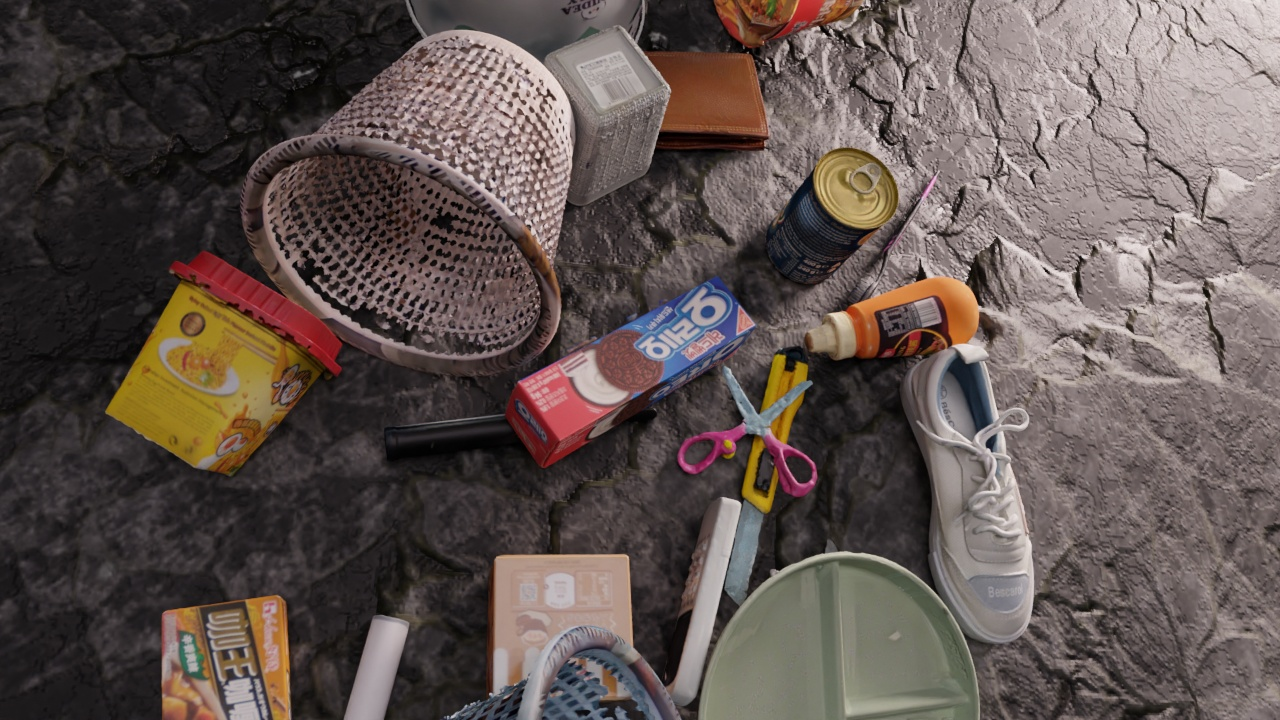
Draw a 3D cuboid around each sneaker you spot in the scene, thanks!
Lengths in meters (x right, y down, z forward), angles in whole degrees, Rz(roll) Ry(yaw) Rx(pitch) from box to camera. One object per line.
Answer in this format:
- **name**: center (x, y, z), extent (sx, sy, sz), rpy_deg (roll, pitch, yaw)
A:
- **sneaker**: center (0.278, 0.101, 0.740), extent (0.089, 0.091, 0.242), rpy_deg (-3, 70, -13)

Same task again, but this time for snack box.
- **snack box**: center (-0.058, 0.188, 0.636), extent (0.092, 0.077, 0.094), rpy_deg (2, 68, -12)
- **snack box**: center (-0.268, 0.236, 0.597), extent (0.075, 0.026, 0.153), rpy_deg (-5, 70, -15)
- **snack box**: center (-0.004, 0.004, 0.716), extent (0.207, 0.057, 0.058), rpy_deg (-29, 74, -31)

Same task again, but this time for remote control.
- **remote control**: center (0.043, 0.175, 0.675), extent (0.021, 0.058, 0.149), rpy_deg (19, 65, -2)

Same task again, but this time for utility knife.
- **utility knife**: center (0.104, 0.087, 0.746), extent (0.033, 0.015, 0.230), rpy_deg (18, 66, -3)

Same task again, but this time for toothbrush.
- **toothbrush**: center (-0.089, 0.051, 0.712), extent (0.212, 0.026, 0.027), rpy_deg (-6, 35, -17)
- **toothbrush**: center (-0.193, 0.279, 0.596), extent (0.026, 0.026, 0.220), rpy_deg (33, 58, -41)
- **toothbrush**: center (0.240, -0.117, 0.860), extent (0.018, 0.014, 0.188), rpy_deg (29, 64, 13)

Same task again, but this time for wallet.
- **wallet**: center (0.055, -0.245, 0.859), extent (0.124, 0.032, 0.101), rpy_deg (-3, 67, -14)

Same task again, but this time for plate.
- **plate**: center (0.142, 0.253, 0.656), extent (0.230, 0.027, 0.230), rpy_deg (3, 82, -19)

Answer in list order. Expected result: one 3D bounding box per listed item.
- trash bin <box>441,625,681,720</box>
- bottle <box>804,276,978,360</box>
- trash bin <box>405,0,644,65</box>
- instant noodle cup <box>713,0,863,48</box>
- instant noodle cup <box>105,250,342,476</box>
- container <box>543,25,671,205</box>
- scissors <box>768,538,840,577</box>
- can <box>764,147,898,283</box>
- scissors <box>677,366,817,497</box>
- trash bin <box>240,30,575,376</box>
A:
- **trash bin**: center (-0.084, 0.285, 0.510), extent (0.195, 0.226, 0.226), rpy_deg (-22, 72, 17)
- **bottle**: center (0.214, -0.030, 0.795), extent (0.149, 0.067, 0.066), rpy_deg (-12, 72, -9)
- **trash bin**: center (-0.083, -0.397, 0.763), extent (0.229, 0.252, 0.229), rpy_deg (5, 67, -11)
- **instant noodle cup**: center (0.148, -0.381, 0.881), extent (0.108, 0.138, 0.138), rpy_deg (-17, 74, -27)
- **instant noodle cup**: center (-0.291, 0.008, 0.641), extent (0.116, 0.116, 0.123), rpy_deg (31, 77, 0)
- **container**: center (-0.036, -0.208, 0.775), extent (0.090, 0.114, 0.090), rpy_deg (-32, 78, -23)
- **scissors**: center (0.165, 0.233, 0.703), extent (0.175, 0.019, 0.169), rpy_deg (24, 67, -4)
- **can**: center (0.161, -0.121, 0.789), extent (0.075, 0.111, 0.075), rpy_deg (5, 69, -13)
- **scissors**: center (0.095, 0.059, 0.742), extent (0.133, 0.017, 0.136), rpy_deg (-36, 61, -16)
- **trash bin**: center (-0.144, -0.130, 0.681), extent (0.227, 0.228, 0.191), rpy_deg (20, 53, -5)
